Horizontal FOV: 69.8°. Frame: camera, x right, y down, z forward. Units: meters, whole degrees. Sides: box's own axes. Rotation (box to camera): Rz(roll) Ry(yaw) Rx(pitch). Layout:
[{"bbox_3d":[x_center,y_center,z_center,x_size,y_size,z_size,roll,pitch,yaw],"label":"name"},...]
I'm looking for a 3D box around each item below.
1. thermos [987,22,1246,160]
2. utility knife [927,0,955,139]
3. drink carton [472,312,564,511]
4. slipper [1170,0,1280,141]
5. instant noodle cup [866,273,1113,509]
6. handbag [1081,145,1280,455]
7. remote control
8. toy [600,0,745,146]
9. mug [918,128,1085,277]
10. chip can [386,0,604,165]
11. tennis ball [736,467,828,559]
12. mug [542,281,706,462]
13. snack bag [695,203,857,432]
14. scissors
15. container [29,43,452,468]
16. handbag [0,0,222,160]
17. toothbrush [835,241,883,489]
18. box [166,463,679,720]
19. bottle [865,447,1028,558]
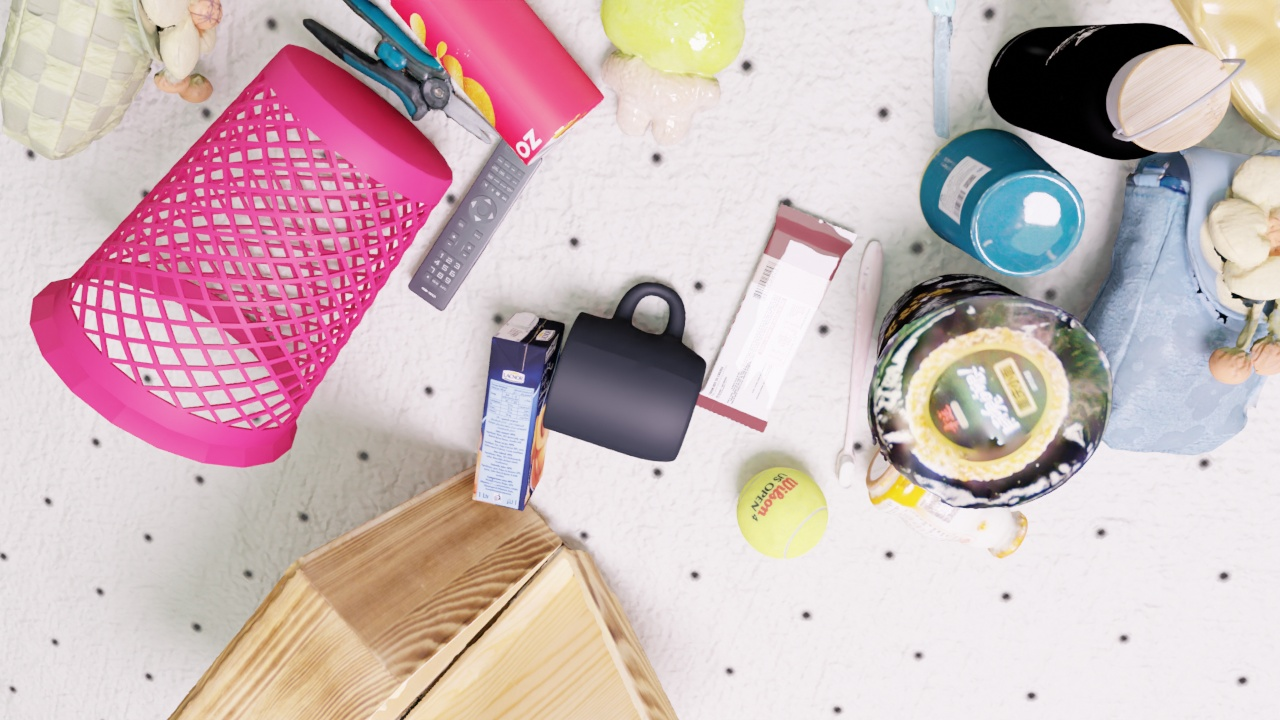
[{"bbox_3d":[0.232,-0.138,0.464,0.061,0.230,0.061,3,109,7],"label":"thermos"},{"bbox_3d":[0.184,-0.226,0.559,0.022,0.015,0.179,-7,111,-1],"label":"utility knife"},{"bbox_3d":[-0.088,0.036,0.663,0.040,0.064,0.130,12,110,4],"label":"drink carton"},{"bbox_3d":[0.335,-0.235,0.497,0.100,0.078,0.263,-30,103,19],"label":"slipper"},{"bbox_3d":[0.209,0.009,0.584,0.137,0.112,0.137,3,111,7],"label":"instant noodle cup"},{"bbox_3d":[0.336,-0.029,0.545,0.121,0.118,0.192,9,108,-14],"label":"handbag"},{"bbox_3d":[-0.116,-0.097,0.647,0.032,0.015,0.137,36,108,-5],"label":"remote control"},{"bbox_3d":[0.016,-0.195,0.577,0.092,0.046,0.115,15,118,4],"label":"toy"},{"bbox_3d":[0.213,-0.092,0.542,0.078,0.121,0.078,3,109,8],"label":"mug"},{"bbox_3d":[-0.119,-0.228,0.572,0.069,0.069,0.220,-38,100,18],"label":"chip can"},{"bbox_3d":[0.102,0.110,0.660,0.065,0.065,0.065,3,110,7],"label":"tennis ball"},{"bbox_3d":[-0.004,0.004,0.637,0.094,0.085,0.121,18,82,1],"label":"mug"},{"bbox_3d":[0.092,-0.026,0.641,0.057,0.013,0.158,22,111,3],"label":"snack bag"},{"bbox_3d":[-0.158,-0.201,0.614,0.128,0.019,0.140,-6,110,10],"label":"scissors"},{"bbox_3d":[-0.241,-0.074,0.600,0.183,0.183,0.226,41,102,-7],"label":"container"},{"bbox_3d":[-0.337,-0.211,0.598,0.117,0.113,0.187,26,115,-16],"label":"handbag"},{"bbox_3d":[0.153,0.006,0.642,0.016,0.018,0.181,5,109,7],"label":"toothbrush"},{"bbox_3d":[-0.129,0.288,0.669,0.315,0.281,0.280,43,110,6],"label":"box"},{"bbox_3d":[0.214,0.097,0.640,0.108,0.063,0.063,31,111,-3],"label":"bottle"}]
